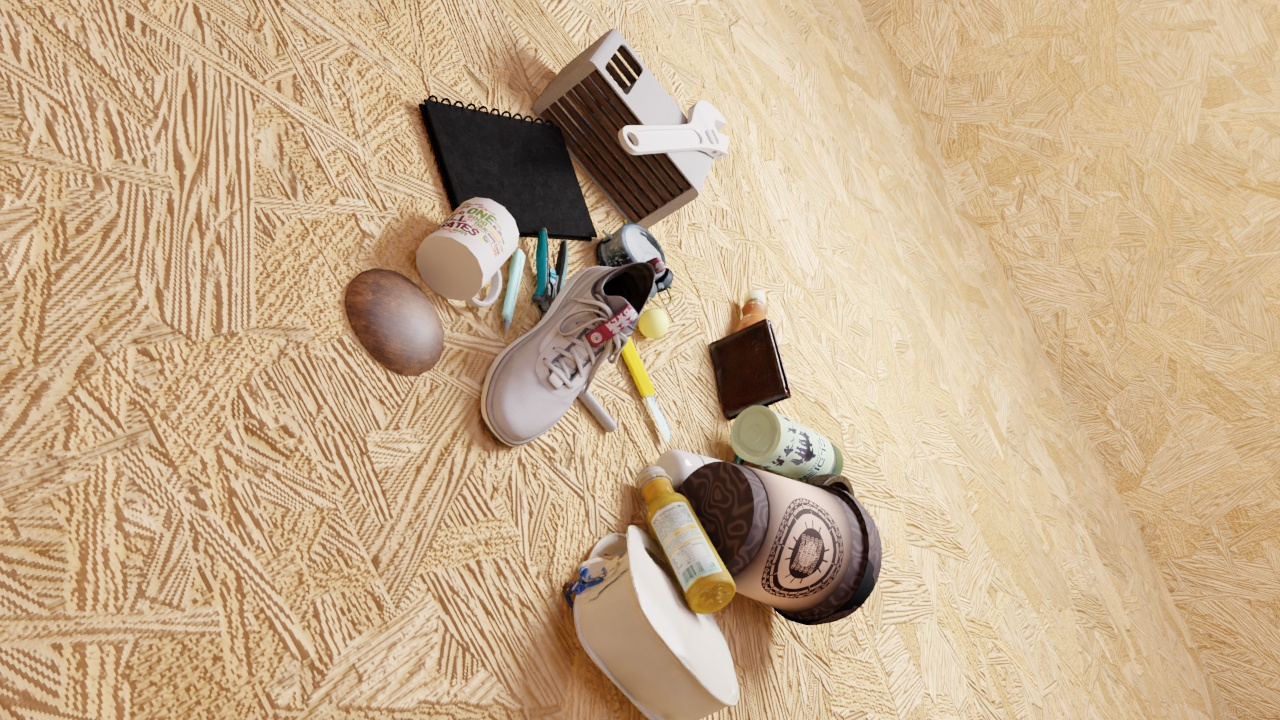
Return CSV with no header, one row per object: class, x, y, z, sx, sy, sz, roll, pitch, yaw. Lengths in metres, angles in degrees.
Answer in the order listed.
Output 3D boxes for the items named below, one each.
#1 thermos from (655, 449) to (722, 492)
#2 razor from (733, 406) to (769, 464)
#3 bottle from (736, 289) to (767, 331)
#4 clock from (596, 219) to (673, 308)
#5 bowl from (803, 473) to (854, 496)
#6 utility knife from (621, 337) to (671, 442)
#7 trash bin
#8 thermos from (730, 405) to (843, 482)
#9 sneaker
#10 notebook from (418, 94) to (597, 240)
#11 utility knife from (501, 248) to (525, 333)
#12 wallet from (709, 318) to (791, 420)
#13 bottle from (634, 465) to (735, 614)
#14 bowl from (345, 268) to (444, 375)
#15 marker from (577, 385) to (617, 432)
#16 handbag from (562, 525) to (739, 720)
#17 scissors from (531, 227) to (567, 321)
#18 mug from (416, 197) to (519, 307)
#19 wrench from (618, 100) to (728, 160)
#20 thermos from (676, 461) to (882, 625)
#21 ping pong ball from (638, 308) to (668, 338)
thermos,0.104,0.154,1.160,0.224,0.052,0.052,20,52,-44
razor,0.155,0.106,1.290,0.143,0.022,0.042,-53,126,-47
bottle,0.169,-0.037,1.366,0.059,0.059,0.166,38,41,-31
clock,-0.003,-0.122,1.202,0.129,0.052,0.090,56,35,-4
bowl,0.243,0.213,1.284,0.121,0.056,0.121,-13,109,-44
utility knife,-0.007,0.007,1.146,0.030,0.018,0.206,-17,76,-49
trash bin,-0.019,-0.313,1.259,0.229,0.115,0.114,47,37,-21
thermos,0.210,0.128,1.283,0.231,0.082,0.082,25,49,-53
sneaker,-0.066,-0.015,0.971,0.097,0.129,0.262,47,54,-18
notebook,-0.155,-0.229,1.112,0.231,0.019,0.169,-7,75,-54
utility knife,-0.145,-0.079,1.030,0.022,0.015,0.119,72,19,-51
wallet,0.150,0.012,1.275,0.031,0.100,0.119,22,51,-52
bottle,0.042,0.189,1.000,0.053,0.053,0.186,30,18,-38
bowl,-0.228,-0.043,0.885,0.114,0.026,0.101,56,35,-9
marker,-0.074,0.027,1.048,0.140,0.016,0.016,52,36,-15
handbag,0.011,0.267,0.952,0.200,0.093,0.199,51,16,-16
scissors,-0.109,-0.090,1.075,0.131,0.019,0.148,-43,109,-49
mug,-0.175,-0.105,0.965,0.089,0.074,0.105,-62,143,-50
wrench,0.047,-0.307,1.222,0.272,0.018,0.086,-21,85,-54
thermos,0.156,0.211,1.088,0.226,0.173,0.172,26,49,-38
ping pong ball,0.017,-0.048,1.194,0.040,0.040,0.040,31,46,-38
